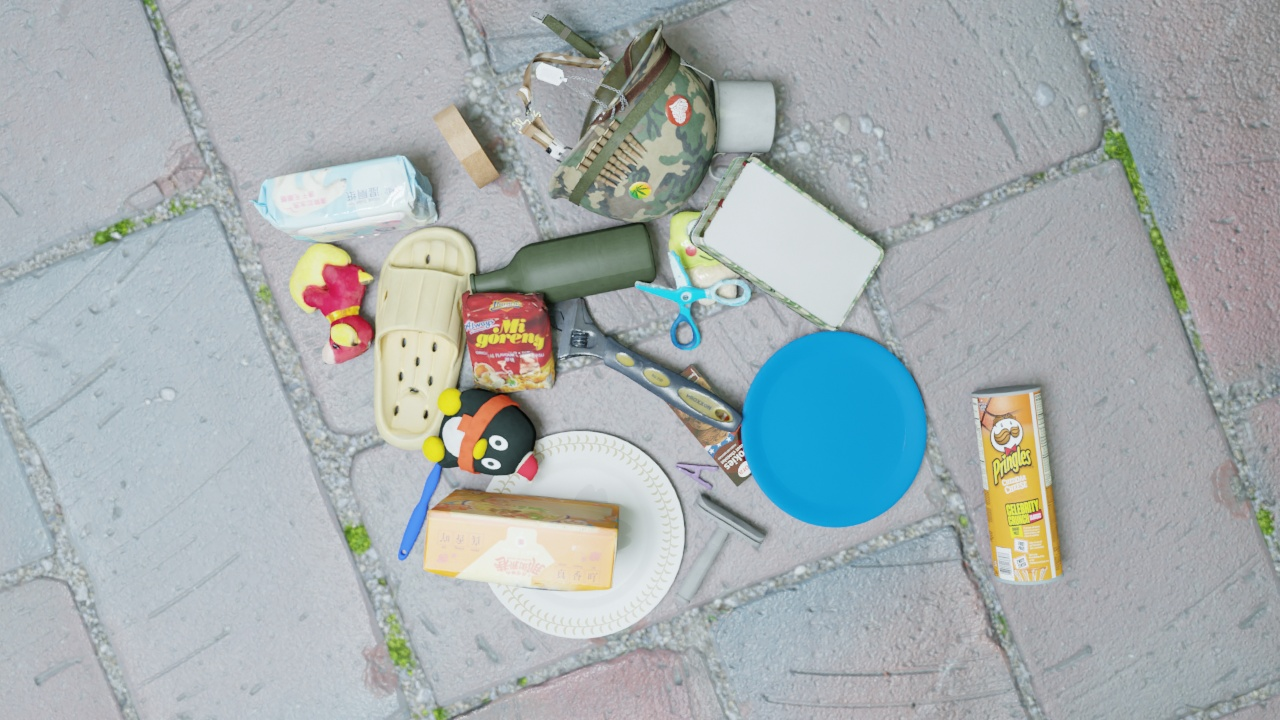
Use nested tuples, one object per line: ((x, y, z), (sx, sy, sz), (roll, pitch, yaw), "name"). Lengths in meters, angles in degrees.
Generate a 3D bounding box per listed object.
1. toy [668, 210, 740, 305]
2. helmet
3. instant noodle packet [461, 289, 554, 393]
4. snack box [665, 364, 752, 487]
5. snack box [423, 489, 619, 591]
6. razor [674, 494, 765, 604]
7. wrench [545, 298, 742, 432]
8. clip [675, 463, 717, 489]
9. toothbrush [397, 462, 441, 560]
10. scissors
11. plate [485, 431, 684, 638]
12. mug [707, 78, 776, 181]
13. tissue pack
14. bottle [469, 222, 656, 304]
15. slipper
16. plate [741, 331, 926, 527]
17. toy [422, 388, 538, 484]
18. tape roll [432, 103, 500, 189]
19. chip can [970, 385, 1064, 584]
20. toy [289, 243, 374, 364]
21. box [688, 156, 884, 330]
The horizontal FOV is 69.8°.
((0.081, -0.121, 1.056), (0.092, 0.046, 0.115), (-13, 99, -6), "toy")
((-0.031, -0.261, 0.973), (0.236, 0.225, 0.192), (20, 48, -3), "helmet")
((-0.148, -0.018, 1.035), (0.098, 0.039, 0.136), (0, 128, 3), "instant noodle packet")
((0.085, 0.075, 1.065), (0.051, 0.032, 0.141), (-40, 91, 0), "snack box")
((-0.123, 0.197, 0.992), (0.195, 0.145, 0.080), (6, 91, 0), "snack box")
((0.076, 0.227, 1.056), (0.088, 0.047, 0.116), (32, 85, -1), "razor")
((-0.006, 0.006, 1.045), (0.273, 0.022, 0.073), (29, 82, 12), "wrench")
((0.067, 0.136, 1.077), (0.050, 0.014, 0.046), (-10, 94, -3), "clip")
((-0.247, 0.151, 1.076), (0.016, 0.018, 0.182), (22, 94, -1), "toothbrush")
((0.053, -0.063, 1.042), (0.134, 0.012, 0.134), (10, 123, -18), "scissors")
((-0.070, 0.203, 1.075), (0.242, 0.016, 0.242), (0, 91, 0), "plate")
((0.111, -0.260, 1.036), (0.070, 0.084, 0.113), (-1, 99, -3), "mug")
((-0.323, -0.174, 1.019), (0.182, 0.112, 0.070), (-11, 90, 0), "tissue pack")
((-0.089, -0.103, 1.040), (0.207, 0.071, 0.071), (-11, 91, -1), "bottle")
((-0.257, -0.026, 1.041), (0.111, 0.079, 0.261), (8, 91, 3), "slipper")
((0.222, 0.079, 1.060), (0.224, 0.024, 0.224), (1, 87, -10), "plate")
((-0.165, 0.085, 1.024), (0.119, 0.099, 0.098), (26, 106, 16), "toy")
((-0.194, -0.240, 1.027), (0.027, 0.094, 0.094), (-32, 91, 0), "tape roll")
((0.429, 0.140, 1.047), (0.075, 0.075, 0.215), (-8, 91, 0), "chip can")
((-0.344, -0.069, 1.045), (0.106, 0.067, 0.137), (-28, 83, 23), "toy")
((0.163, -0.129, 1.028), (0.205, 0.050, 0.117), (29, 94, -17), "box")
